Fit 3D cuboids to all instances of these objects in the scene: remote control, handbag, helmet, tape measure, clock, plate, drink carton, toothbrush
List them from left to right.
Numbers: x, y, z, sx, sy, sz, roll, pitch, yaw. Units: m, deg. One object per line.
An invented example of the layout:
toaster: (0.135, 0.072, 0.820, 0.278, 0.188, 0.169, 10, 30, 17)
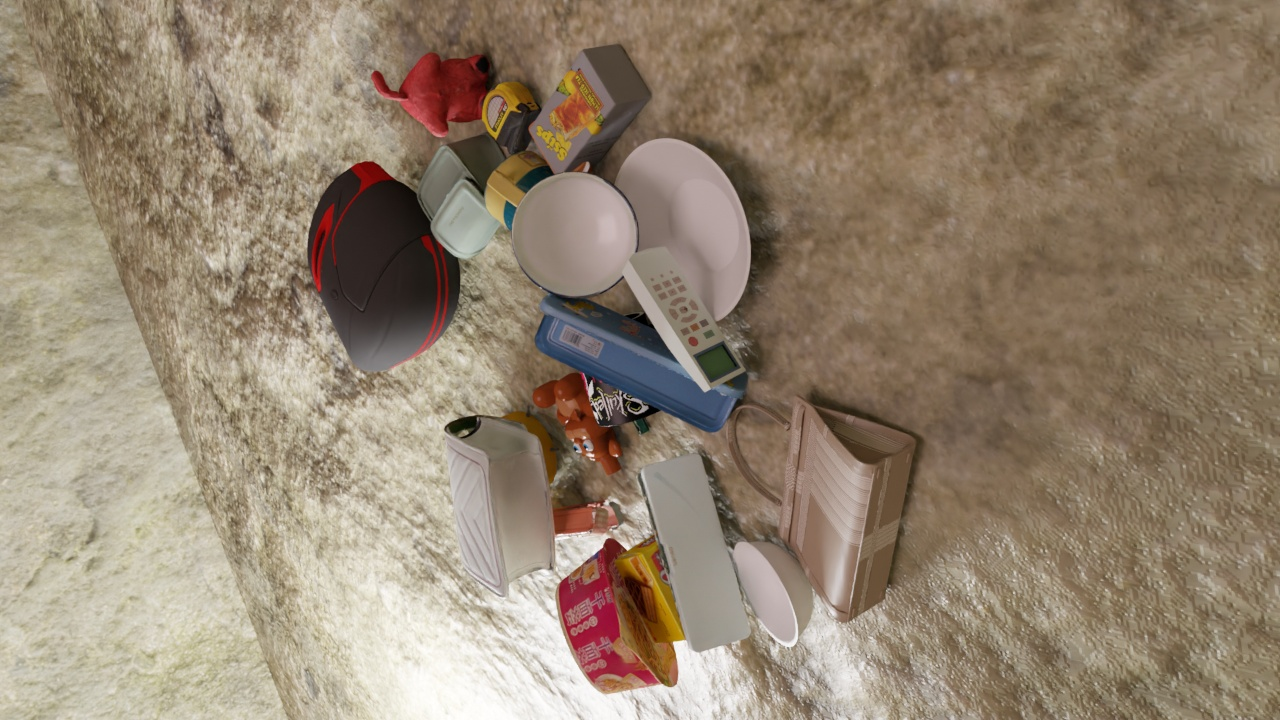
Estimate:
helmet: (-0.315, -0.103, 1.169, 0.170, 0.163, 0.265, 27, 119, 24)
handbag: (-0.201, -0.192, 1.071, 0.106, 0.067, 0.122, 59, 141, 6)
handbag: (-0.177, 0.177, 1.145, 0.142, 0.096, 0.199, 19, 119, 49)
tape measure: (-0.138, -0.265, 0.982, 0.064, 0.037, 0.066, 49, 136, 19)
clock: (-0.166, 0.132, 1.213, 0.113, 0.051, 0.152, 53, 135, 15)
drink carton: (-0.051, -0.238, 0.888, 0.076, 0.048, 0.125, 60, 141, 7)
toothbrush: (-0.042, -0.002, 1.026, 0.016, 0.017, 0.189, -35, 82, 51)
remote control: (0.035, -0.038, 0.831, 0.143, 0.049, 0.024, 58, 140, 9)
plate: (0.046, -0.120, 0.848, 0.174, 0.036, 0.174, 25, 127, 39)
handbag: (0.146, 0.110, 0.848, 0.198, 0.062, 0.176, 35, 135, 44)

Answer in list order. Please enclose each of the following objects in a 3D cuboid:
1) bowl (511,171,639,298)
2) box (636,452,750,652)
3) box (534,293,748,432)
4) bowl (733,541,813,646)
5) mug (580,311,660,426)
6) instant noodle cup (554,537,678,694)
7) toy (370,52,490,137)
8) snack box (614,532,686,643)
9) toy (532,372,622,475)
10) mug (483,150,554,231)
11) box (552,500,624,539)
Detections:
bowl: (-0.060, -0.123, 0.870, 0.062, 0.118, 0.118, -90, -10, -72)
box: (0.058, 0.197, 0.953, 0.083, 0.066, 0.199, -20, 81, 14)
box: (-0.005, 0.007, 0.875, 0.209, 0.077, 0.074, 24, 108, 4)
bowl: (0.140, 0.222, 0.908, 0.110, 0.040, 0.110, 53, 156, 37)
mug: (-0.006, 0.006, 0.945, 0.118, 0.081, 0.098, -12, 101, 32)
instant noodle cup: (-0.031, 0.299, 1.040, 0.078, 0.178, 0.178, -27, 87, 8)
toy: (-0.235, -0.292, 1.015, 0.094, 0.132, 0.088, 18, 112, 54)
snack box: (0.038, 0.243, 1.010, 0.061, 0.083, 0.105, -30, 86, 54)
toy: (-0.065, 0.076, 1.059, 0.095, 0.065, 0.128, -17, 101, 53)
mug: (-0.106, -0.159, 0.945, 0.107, 0.113, 0.083, 42, 102, 25)
box: (-0.084, 0.204, 1.178, 0.189, 0.062, 0.058, -16, 71, 54)
